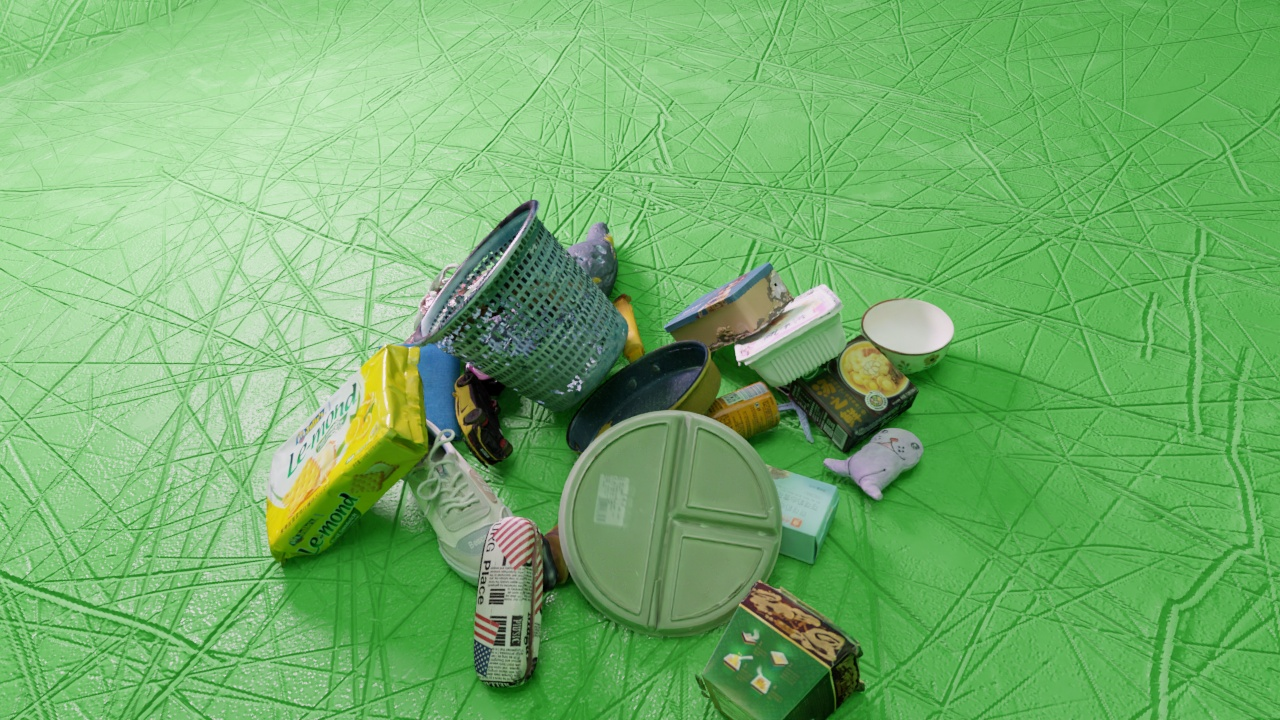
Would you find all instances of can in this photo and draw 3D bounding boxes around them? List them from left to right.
[{"bbox_3d":[0.089,0.076,1.083,0.146,0.058,0.058,-20,43,-11],"label":"can"}]

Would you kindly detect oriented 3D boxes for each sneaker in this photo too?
[{"bbox_3d":[-0.209,0.143,1.023,0.089,0.091,0.242,-27,45,-21],"label":"sneaker"},{"bbox_3d":[-0.260,-0.076,1.277,0.088,0.118,0.240,34,58,12],"label":"sneaker"}]

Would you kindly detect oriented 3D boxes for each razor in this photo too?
[{"bbox_3d":[-0.068,0.182,0.986,0.062,0.068,0.167,6,32,40],"label":"razor"}]

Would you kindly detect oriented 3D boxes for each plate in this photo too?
[{"bbox_3d":[0.030,0.161,0.929,0.230,0.027,0.230,-1,75,2],"label":"plate"}]

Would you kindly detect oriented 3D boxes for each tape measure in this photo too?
[{"bbox_3d":[-0.202,0.020,1.204,0.057,0.039,0.057,6,47,9],"label":"tape measure"}]

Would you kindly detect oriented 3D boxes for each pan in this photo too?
[{"bbox_3d":[-0.007,0.007,1.136,0.198,0.078,0.356,-31,20,12],"label":"pan"}]

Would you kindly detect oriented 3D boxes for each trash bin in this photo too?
[{"bbox_3d":[-0.131,-0.049,1.122,0.227,0.195,0.226,-42,21,20],"label":"trash bin"}]

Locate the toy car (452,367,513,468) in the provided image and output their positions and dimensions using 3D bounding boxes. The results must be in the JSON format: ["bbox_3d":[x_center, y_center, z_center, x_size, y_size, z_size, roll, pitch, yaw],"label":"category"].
[{"bbox_3d":[-0.195,0.069,1.108,0.041,0.071,0.155,-32,35,3],"label":"toy car"}]

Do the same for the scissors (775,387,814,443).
[{"bbox_3d":[0.199,0.051,1.138,0.133,0.017,0.133,-8,45,-3],"label":"scissors"}]

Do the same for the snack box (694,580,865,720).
[{"bbox_3d":[0.123,0.282,0.818,0.117,0.118,0.105,29,64,34],"label":"snack box"}]

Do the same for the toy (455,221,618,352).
[{"bbox_3d":[-0.113,-0.103,1.298,0.138,0.091,0.355,10,40,36],"label":"toy"}]

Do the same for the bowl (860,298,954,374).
[{"bbox_3d":[0.336,-0.023,1.169,0.113,0.062,0.113,-3,42,3],"label":"bowl"}]

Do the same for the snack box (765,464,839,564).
[{"bbox_3d":[0.121,0.153,0.999,0.175,0.052,0.074,15,45,23],"label":"snack box"}]

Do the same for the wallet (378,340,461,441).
[{"bbox_3d":[-0.280,0.040,1.156,0.106,0.040,0.133,-4,66,-2],"label":"wallet"}]

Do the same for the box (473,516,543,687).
[{"bbox_3d":[-0.126,0.236,0.903,0.072,0.060,0.164,-20,60,47],"label":"box"}]

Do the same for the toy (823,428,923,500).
[{"bbox_3d":[0.271,0.112,1.040,0.107,0.039,0.084,-32,43,-25],"label":"toy"}]

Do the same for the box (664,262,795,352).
[{"bbox_3d":[0.108,-0.059,1.179,0.089,0.062,0.185,-40,10,-34],"label":"box"}]

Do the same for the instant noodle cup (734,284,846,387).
[{"bbox_3d":[0.187,-0.026,1.113,0.138,0.060,0.173,-30,10,10],"label":"instant noodle cup"}]

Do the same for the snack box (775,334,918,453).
[{"bbox_3d":[0.248,0.033,1.110,0.113,0.053,0.125,-30,62,-20],"label":"snack box"}]

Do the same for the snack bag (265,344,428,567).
[{"bbox_3d":[-0.327,0.107,1.027,0.247,0.068,0.158,-41,38,17],"label":"snack bag"}]
